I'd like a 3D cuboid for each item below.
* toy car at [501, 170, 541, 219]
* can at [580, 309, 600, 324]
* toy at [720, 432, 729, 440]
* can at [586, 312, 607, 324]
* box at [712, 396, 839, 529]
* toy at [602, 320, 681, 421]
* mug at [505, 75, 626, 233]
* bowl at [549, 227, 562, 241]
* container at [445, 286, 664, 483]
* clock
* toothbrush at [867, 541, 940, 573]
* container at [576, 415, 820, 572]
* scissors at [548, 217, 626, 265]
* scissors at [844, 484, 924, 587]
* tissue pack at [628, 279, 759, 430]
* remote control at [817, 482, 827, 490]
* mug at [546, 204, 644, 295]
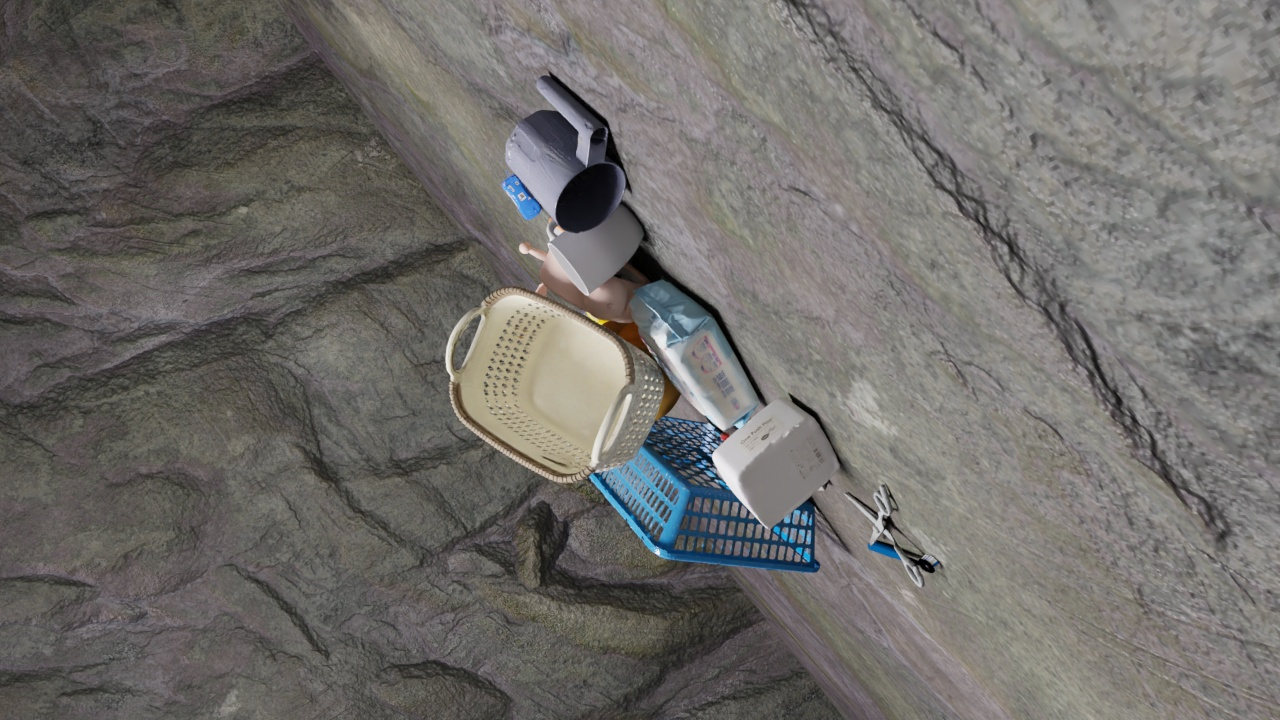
[{"bbox_3d":[-0.183,-0.253,1.399,0.092,0.033,0.062,55,178,-23],"label":"toy car"},{"bbox_3d":[-0.046,-0.033,1.417,0.064,0.064,0.127,68,178,-65],"label":"can"},{"bbox_3d":[0.152,0.124,1.190,0.103,0.046,0.084,36,144,27],"label":"toy"},{"bbox_3d":[-0.047,-0.094,1.244,0.067,0.067,0.105,50,171,13],"label":"can"},{"bbox_3d":[0.129,0.096,0.987,0.126,0.108,0.137,55,175,-37],"label":"box"},{"bbox_3d":[-0.007,0.007,1.204,0.162,0.198,0.204,17,161,-11],"label":"toy"},{"bbox_3d":[-0.075,-0.206,0.910,0.104,0.083,0.124,49,148,30],"label":"mug"},{"bbox_3d":[-0.093,-0.143,1.369,0.149,0.043,0.150,50,172,9],"label":"bowl"},{"bbox_3d":[-0.094,0.028,1.076,0.246,0.185,0.142,28,-171,30],"label":"container"},{"bbox_3d":[-0.057,-0.086,1.108,0.160,0.086,0.130,29,-165,34],"label":"clock"},{"bbox_3d":[0.276,0.207,0.976,0.014,0.014,0.168,52,173,0],"label":"toothbrush"},{"bbox_3d":[0.073,0.167,1.299,0.256,0.089,0.362,12,-168,-27],"label":"container"},{"bbox_3d":[-0.066,-0.151,1.129,0.125,0.011,0.127,25,-167,-35],"label":"scissors"},{"bbox_3d":[0.246,0.166,0.940,0.141,0.014,0.174,56,172,41],"label":"scissors"},{"bbox_3d":[0.062,-0.001,1.046,0.112,0.070,0.182,44,170,51],"label":"tissue pack"},{"bbox_3d":[0.176,0.139,1.106,0.033,0.013,0.137,54,156,-12],"label":"remote control"},{"bbox_3d":[-0.054,-0.137,1.011,0.107,0.089,0.071,46,171,33],"label":"mug"}]
